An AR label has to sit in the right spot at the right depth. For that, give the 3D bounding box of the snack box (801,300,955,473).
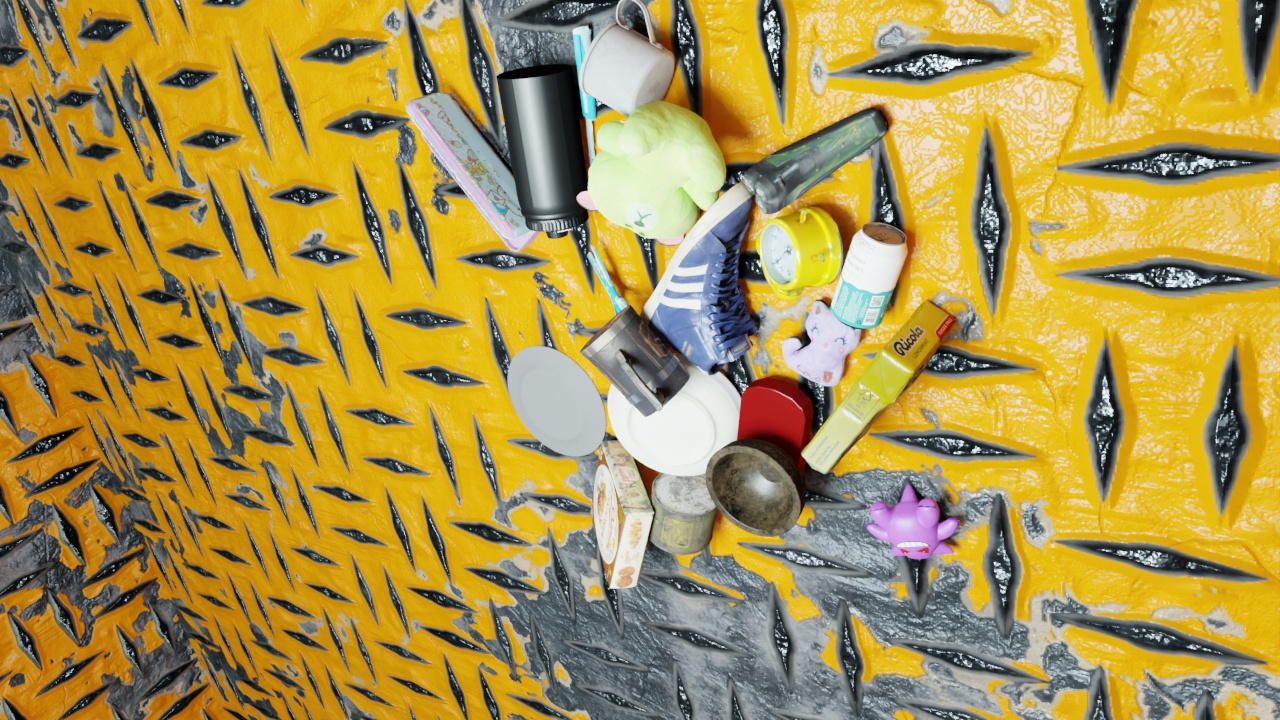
[{"bbox_3d":[0.242,0.034,0.944,0.045,0.121,0.181,39,134,13],"label":"snack box"}]

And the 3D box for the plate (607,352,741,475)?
[{"bbox_3d":[0.041,0.077,1.150,0.182,0.034,0.183,9,122,14],"label":"plate"}]

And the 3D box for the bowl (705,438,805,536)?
[{"bbox_3d":[0.142,0.139,1.067,0.121,0.056,0.121,19,126,28],"label":"bowl"}]

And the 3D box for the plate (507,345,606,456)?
[{"bbox_3d":[-0.125,0.062,1.320,0.178,0.012,0.179,19,126,28],"label":"plate"}]

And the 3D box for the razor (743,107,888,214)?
[{"bbox_3d":[0.171,-0.197,0.901,0.152,0.067,0.054,-26,103,36],"label":"razor"}]

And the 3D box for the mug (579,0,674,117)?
[{"bbox_3d":[-0.009,-0.314,0.957,0.070,0.084,0.113,34,126,14],"label":"mug"}]

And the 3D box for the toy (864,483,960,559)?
[{"bbox_3d":[0.307,0.187,1.032,0.106,0.055,0.088,-10,113,30],"label":"toy"}]

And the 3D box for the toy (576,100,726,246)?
[{"bbox_3d":[0.015,-0.201,0.978,0.150,0.107,0.197,21,167,-15],"label":"toy"}]

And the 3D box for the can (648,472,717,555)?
[{"bbox_3d":[0.055,0.199,1.207,0.090,0.089,0.075,25,129,24],"label":"can"}]

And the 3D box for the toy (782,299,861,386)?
[{"bbox_3d":[0.197,-0.019,1.006,0.080,0.036,0.100,28,131,21],"label":"toy"}]

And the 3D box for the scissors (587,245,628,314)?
[{"bbox_3d":[-0.034,-0.080,1.148,0.140,0.013,0.118,57,170,22],"label":"scissors"}]

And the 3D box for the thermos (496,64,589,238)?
[{"bbox_3d":[-0.109,-0.237,1.077,0.086,0.085,0.199,12,122,33],"label":"thermos"}]

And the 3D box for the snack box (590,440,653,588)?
[{"bbox_3d":[-0.029,0.209,1.256,0.147,0.041,0.143,-112,26,-50],"label":"snack box"}]

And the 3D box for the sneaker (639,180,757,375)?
[{"bbox_3d":[0.092,-0.073,1.015,0.118,0.091,0.234,47,135,11],"label":"sneaker"}]

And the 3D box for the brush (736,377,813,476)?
[{"bbox_3d":[0.161,0.098,1.099,0.082,0.041,0.174,21,127,27],"label":"brush"}]

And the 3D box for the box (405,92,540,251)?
[{"bbox_3d":[-0.218,-0.229,1.162,0.214,0.090,0.090,52,134,1],"label":"box"}]

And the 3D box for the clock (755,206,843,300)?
[{"bbox_3d":[0.160,-0.110,0.955,0.083,0.057,0.119,70,158,9],"label":"clock"}]

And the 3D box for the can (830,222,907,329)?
[{"bbox_3d":[0.231,-0.084,0.927,0.055,0.054,0.102,28,129,22],"label":"can"}]

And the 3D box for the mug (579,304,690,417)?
[{"bbox_3d":[-0.006,0.006,1.046,0.080,0.115,0.107,-41,98,13],"label":"mug"}]

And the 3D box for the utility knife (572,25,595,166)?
[{"bbox_3d":[-0.058,-0.298,1.053,0.022,0.015,0.167,15,126,30],"label":"utility knife"}]
